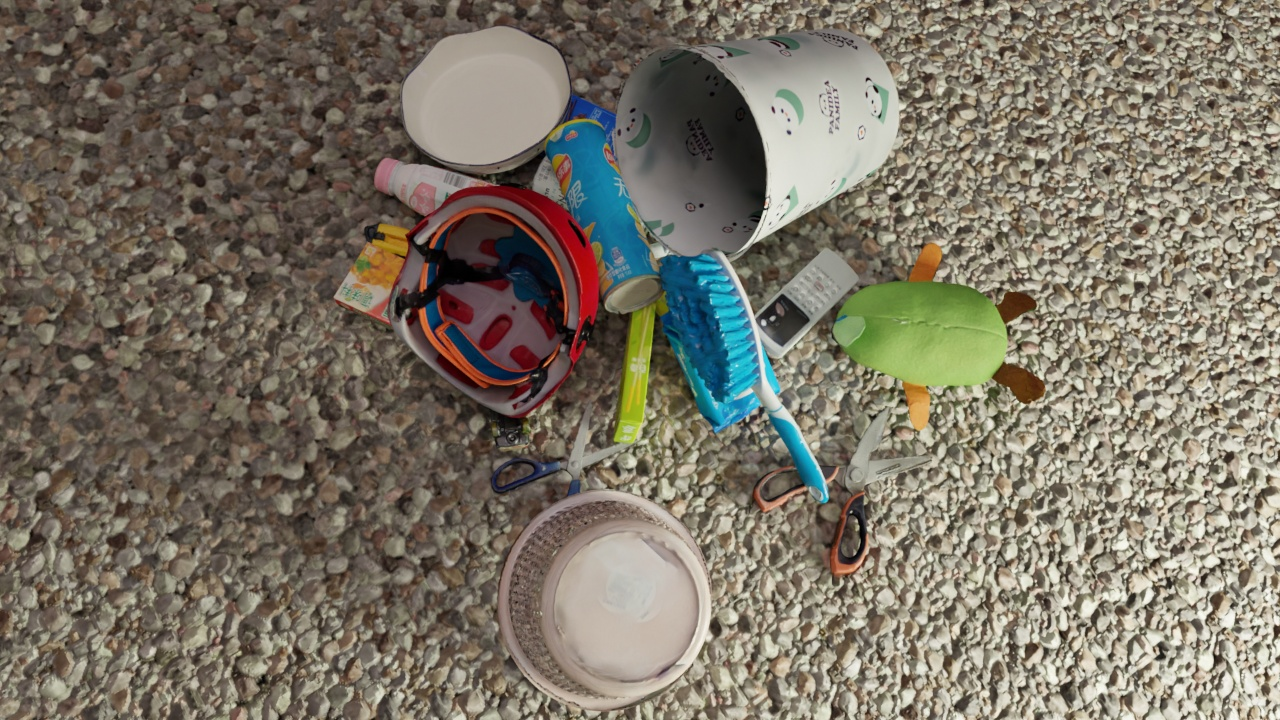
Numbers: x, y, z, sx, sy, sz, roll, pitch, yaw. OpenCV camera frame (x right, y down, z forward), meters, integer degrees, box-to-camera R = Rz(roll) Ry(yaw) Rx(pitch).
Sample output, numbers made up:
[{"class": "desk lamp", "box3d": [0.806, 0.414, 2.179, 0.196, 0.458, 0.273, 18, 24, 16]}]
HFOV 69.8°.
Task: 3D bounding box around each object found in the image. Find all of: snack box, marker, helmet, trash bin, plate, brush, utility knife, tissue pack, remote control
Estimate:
[{"class": "snack box", "box3d": [-0.055, -0.264, 1.118, 0.157, 0.026, 0.084, 25, 72, 2]}, {"class": "marker", "box3d": [-0.028, -0.120, 1.081, 0.130, 0.023, 0.018, -15, 40, -10]}, {"class": "snack box", "box3d": [-0.257, -0.066, 1.037, 0.156, 0.027, 0.077, 25, 72, 1]}, {"class": "snack box", "box3d": [-0.006, 0.006, 1.009, 0.026, 0.086, 0.156, 8, 70, -3]}, {"class": "helmet", "box3d": [-0.130, -0.080, 0.942, 0.207, 0.241, 0.143, 34, 32, 4]}, {"class": "trash bin", "box3d": [-0.024, 0.231, 0.880, 0.227, 0.192, 0.227, 2, 78, -8]}, {"class": "plate", "box3d": [-0.180, -0.305, 1.088, 0.205, 0.046, 0.204, -1, 65, 3]}, {"class": "brush", "box3d": [0.116, 0.026, 0.961, 0.109, 0.061, 0.314, -26, 98, -46]}, {"class": "utility knife", "box3d": [-0.215, -0.122, 1.064, 0.219, 0.015, 0.033, 15, 75, -2]}, {"class": "tissue pack", "box3d": [0.091, -0.005, 1.019, 0.095, 0.052, 0.157, -29, 107, -13]}, {"class": "remote control", "box3d": [0.193, -0.069, 1.090, 0.058, 0.021, 0.149, 44, 73, 8]}, {"class": "trash bin", "box3d": [0.138, -0.252, 1.014, 0.251, 0.230, 0.229, -26, 77, -34]}]

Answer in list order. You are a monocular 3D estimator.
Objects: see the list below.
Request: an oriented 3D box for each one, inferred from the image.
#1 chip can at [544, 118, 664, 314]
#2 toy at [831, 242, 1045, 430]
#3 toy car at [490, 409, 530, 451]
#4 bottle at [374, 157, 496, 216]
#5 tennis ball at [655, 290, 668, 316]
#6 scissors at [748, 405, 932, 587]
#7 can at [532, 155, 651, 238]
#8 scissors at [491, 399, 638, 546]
[{"class": "chip can", "box3d": [-0.040, -0.157, 0.989, 0.071, 0.071, 0.210, -17, 68, -11]}, {"class": "toy", "box3d": [0.339, -0.030, 1.059, 0.247, 0.090, 0.226, 8, 72, 0]}, {"class": "toy car", "box3d": [-0.146, 0.055, 1.009, 0.042, 0.035, 0.090, -7, 66, -9]}, {"class": "bottle", "box3d": [-0.209, -0.183, 1.059, 0.197, 0.068, 0.068, 19, 72, 4]}, {"class": "tennis ball", "box3d": [0.044, -0.075, 1.052, 0.065, 0.065, 0.065, 2, 73, -6]}, {"class": "scissors", "box3d": [0.227, 0.142, 1.035, 0.189, 0.015, 0.225, 19, 71, 0]}, {"class": "can", "box3d": [-0.052, -0.192, 1.080, 0.147, 0.058, 0.058, 25, 72, 1]}, {"class": "scissors", "box3d": [-0.082, 0.125, 1.007, 0.162, 0.012, 0.175, 1, 71, -7]}]
